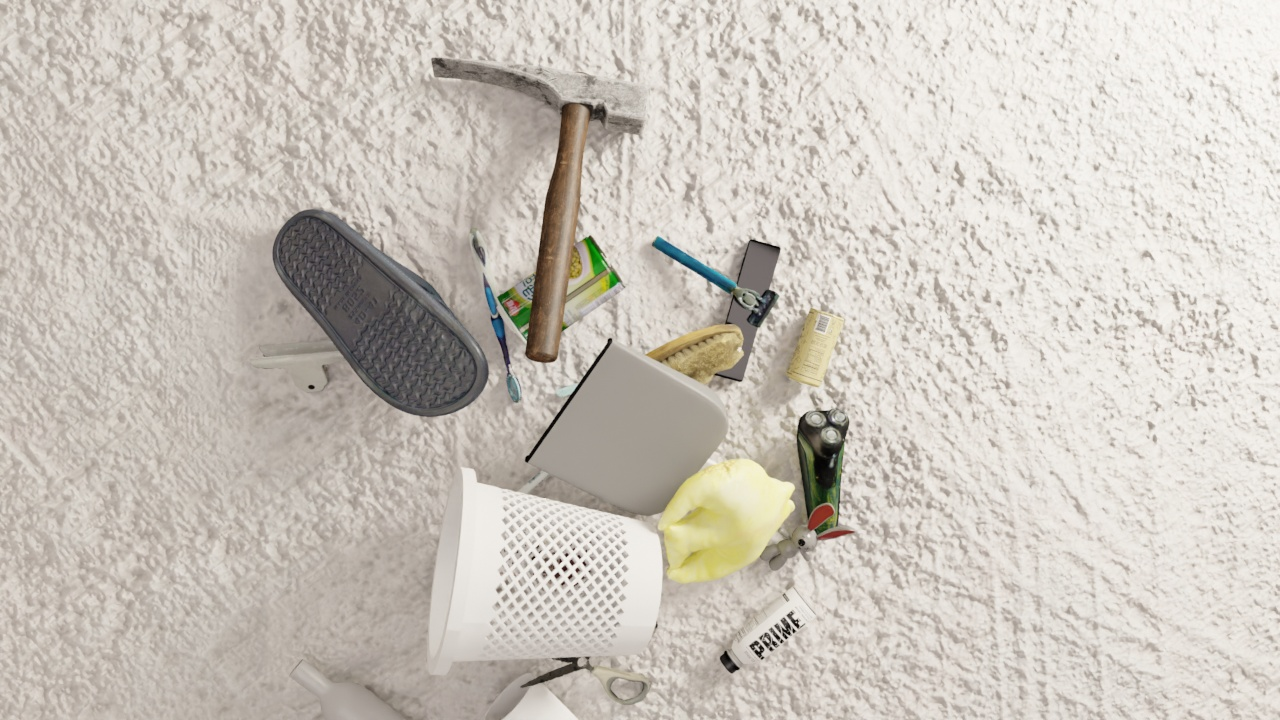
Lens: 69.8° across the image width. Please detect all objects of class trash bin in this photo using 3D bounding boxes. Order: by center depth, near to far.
[{"bbox_3d":[-0.095,0.216,0.911,0.199,0.195,0.195,10,96,-16],"label":"trash bin"}]

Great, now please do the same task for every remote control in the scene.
[{"bbox_3d":[0.112,-0.053,0.982,0.034,0.013,0.150,15,96,-2],"label":"remote control"}]

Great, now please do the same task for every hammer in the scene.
[{"bbox_3d":[-0.115,-0.149,0.891,0.217,0.037,0.300,8,76,-5],"label":"hammer"}]

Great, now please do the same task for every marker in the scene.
[{"bbox_3d":[-0.109,0.127,0.990,0.152,0.011,0.011,-42,98,1],"label":"marker"}]

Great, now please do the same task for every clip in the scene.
[{"bbox_3d":[-0.344,0.003,0.947,0.102,0.058,0.052,-5,73,-3],"label":"clip"}]

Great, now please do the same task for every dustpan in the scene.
[{"bbox_3d":[0.032,0.096,0.964,0.257,0.033,0.163,30,111,-16],"label":"dustpan"}]

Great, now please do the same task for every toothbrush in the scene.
[{"bbox_3d":[-0.152,-0.046,0.961,0.016,0.017,0.189,-14,98,-2],"label":"toothbrush"}]

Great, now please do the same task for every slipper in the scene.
[{"bbox_3d":[-0.258,-0.045,0.930,0.268,0.083,0.111,42,97,10],"label":"slipper"}]

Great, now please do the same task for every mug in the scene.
[{"bbox_3d":[-0.125,0.407,1.000,0.111,0.073,0.090,-38,99,27],"label":"mug"}]

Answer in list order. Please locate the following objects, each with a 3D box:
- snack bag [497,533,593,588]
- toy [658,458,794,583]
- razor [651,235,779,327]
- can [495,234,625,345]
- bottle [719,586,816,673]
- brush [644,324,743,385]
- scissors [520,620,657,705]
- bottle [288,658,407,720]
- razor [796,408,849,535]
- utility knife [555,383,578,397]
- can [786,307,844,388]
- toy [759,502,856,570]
[{"bbox_3d":[-0.132,0.214,0.998,0.158,0.013,0.057,8,95,-5],"label":"snack bag"},{"bbox_3d":[0.091,0.169,0.960,0.154,0.064,0.171,-22,134,-13],"label":"toy"},{"bbox_3d":[0.075,-0.088,0.962,0.144,0.022,0.042,32,95,1],"label":"razor"},{"bbox_3d":[-0.082,-0.068,0.939,0.121,0.067,0.067,-34,98,0],"label":"can"},{"bbox_3d":[0.138,0.302,1.015,0.116,0.041,0.041,-40,98,1],"label":"bottle"},{"bbox_3d":[0.023,0.023,0.959,0.195,0.043,0.059,-30,121,6],"label":"brush"},{"bbox_3d":[-0.044,0.328,0.995,0.157,0.013,0.166,-41,114,-17],"label":"scissors"},{"bbox_3d":[-0.294,0.390,0.988,0.195,0.052,0.052,42,92,-8],"label":"bottle"},{"bbox_3d":[0.197,0.124,0.987,0.054,0.067,0.151,-3,105,0],"label":"razor"},{"bbox_3d":[-0.006,0.006,0.979,0.179,0.015,0.022,-16,98,-3],"label":"utility knife"},{"bbox_3d":[0.186,-0.013,0.980,0.038,0.038,0.079,18,95,-6],"label":"can"},{"bbox_3d":[0.177,0.193,0.993,0.049,0.030,0.112,46,120,-8],"label":"toy"}]
